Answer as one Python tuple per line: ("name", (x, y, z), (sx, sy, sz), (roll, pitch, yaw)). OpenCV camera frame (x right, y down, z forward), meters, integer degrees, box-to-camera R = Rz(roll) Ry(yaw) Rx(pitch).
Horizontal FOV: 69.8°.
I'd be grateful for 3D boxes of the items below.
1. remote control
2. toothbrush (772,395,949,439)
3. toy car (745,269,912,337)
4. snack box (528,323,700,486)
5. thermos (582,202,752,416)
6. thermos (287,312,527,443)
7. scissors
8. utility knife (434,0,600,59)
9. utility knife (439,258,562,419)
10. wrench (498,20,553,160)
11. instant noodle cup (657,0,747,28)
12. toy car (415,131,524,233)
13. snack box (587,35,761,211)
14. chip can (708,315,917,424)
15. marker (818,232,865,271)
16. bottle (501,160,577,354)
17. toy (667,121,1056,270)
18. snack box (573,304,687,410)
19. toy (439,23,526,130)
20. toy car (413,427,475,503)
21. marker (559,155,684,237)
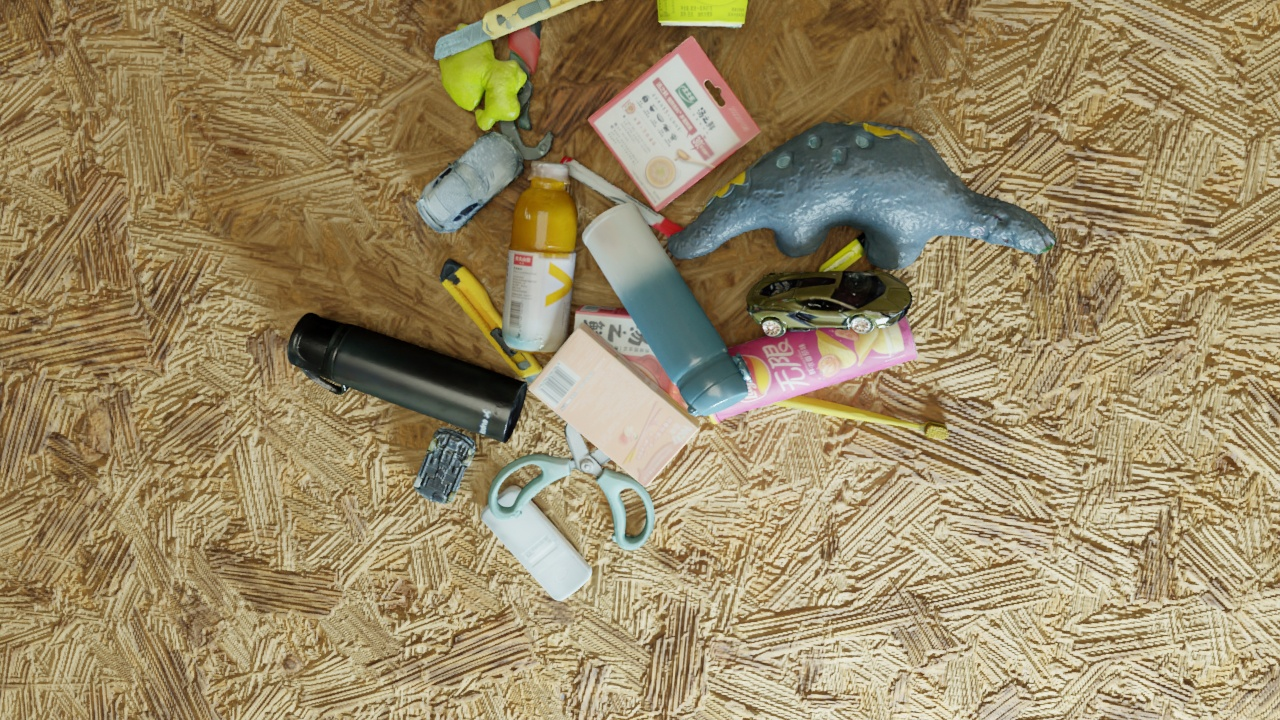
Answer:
("remote control", (-0.114, 0.200, 1.007), (0.056, 0.020, 0.136), (-41, 94, 11))
("toothbrush", (0.222, 0.056, 0.943), (0.190, 0.016, 0.016), (12, 102, 4))
("toy car", (0.178, -0.059, 0.878), (0.158, 0.070, 0.042), (0, 132, 26))
("snack box", (-0.026, 0.045, 0.917), (0.157, 0.026, 0.084), (40, 104, -3))
("thermos", (0.026, -0.047, 0.878), (0.070, 0.070, 0.220), (-35, 76, 11))
("thermos", (-0.245, 0.023, 0.970), (0.242, 0.068, 0.090), (19, 135, 4))
("scissors", (-0.065, 0.149, 0.975), (0.171, 0.019, 0.170), (-31, 109, 8))
("utility knife", (-0.106, -0.335, 0.884), (0.204, 0.021, 0.031), (-22, 97, 2))
("utility knife", (-0.139, -0.019, 0.968), (0.033, 0.015, 0.216), (-38, 96, 14))
("wrench", (-0.107, -0.336, 0.900), (0.056, 0.016, 0.273), (5, 102, 2))
("instant noodle cup", (0.059, -0.368, 0.835), (0.112, 0.111, 0.123), (3, 110, 5))
("toy car", (-0.172, -0.178, 0.925), (0.121, 0.036, 0.054), (-37, 95, 17))
("snack box", (0.033, -0.228, 0.892), (0.127, 0.044, 0.113), (-36, 95, 13))
("chip can", (0.161, -0.001, 0.911), (0.211, 0.071, 0.071), (-18, 99, 9))
("marker", (0.228, -0.121, 0.908), (0.124, 0.015, 0.018), (-38, 94, 10))
("bottle", (-0.099, -0.103, 0.920), (0.068, 0.068, 0.190), (8, 102, 4))
("toy", (0.202, -0.153, 0.862), (0.357, 0.091, 0.138), (3, 101, 12))
("snack box", (-0.006, 0.006, 0.944), (0.127, 0.044, 0.113), (5, 102, 5))
("toy", (-0.159, -0.277, 0.901), (0.100, 0.031, 0.097), (16, 101, 19))
("toy car", (-0.210, 0.113, 0.985), (0.049, 0.031, 0.106), (26, 127, -5))
("marker", (-0.018, -0.162, 0.925), (0.145, 0.017, 0.017), (32, 103, -1))
